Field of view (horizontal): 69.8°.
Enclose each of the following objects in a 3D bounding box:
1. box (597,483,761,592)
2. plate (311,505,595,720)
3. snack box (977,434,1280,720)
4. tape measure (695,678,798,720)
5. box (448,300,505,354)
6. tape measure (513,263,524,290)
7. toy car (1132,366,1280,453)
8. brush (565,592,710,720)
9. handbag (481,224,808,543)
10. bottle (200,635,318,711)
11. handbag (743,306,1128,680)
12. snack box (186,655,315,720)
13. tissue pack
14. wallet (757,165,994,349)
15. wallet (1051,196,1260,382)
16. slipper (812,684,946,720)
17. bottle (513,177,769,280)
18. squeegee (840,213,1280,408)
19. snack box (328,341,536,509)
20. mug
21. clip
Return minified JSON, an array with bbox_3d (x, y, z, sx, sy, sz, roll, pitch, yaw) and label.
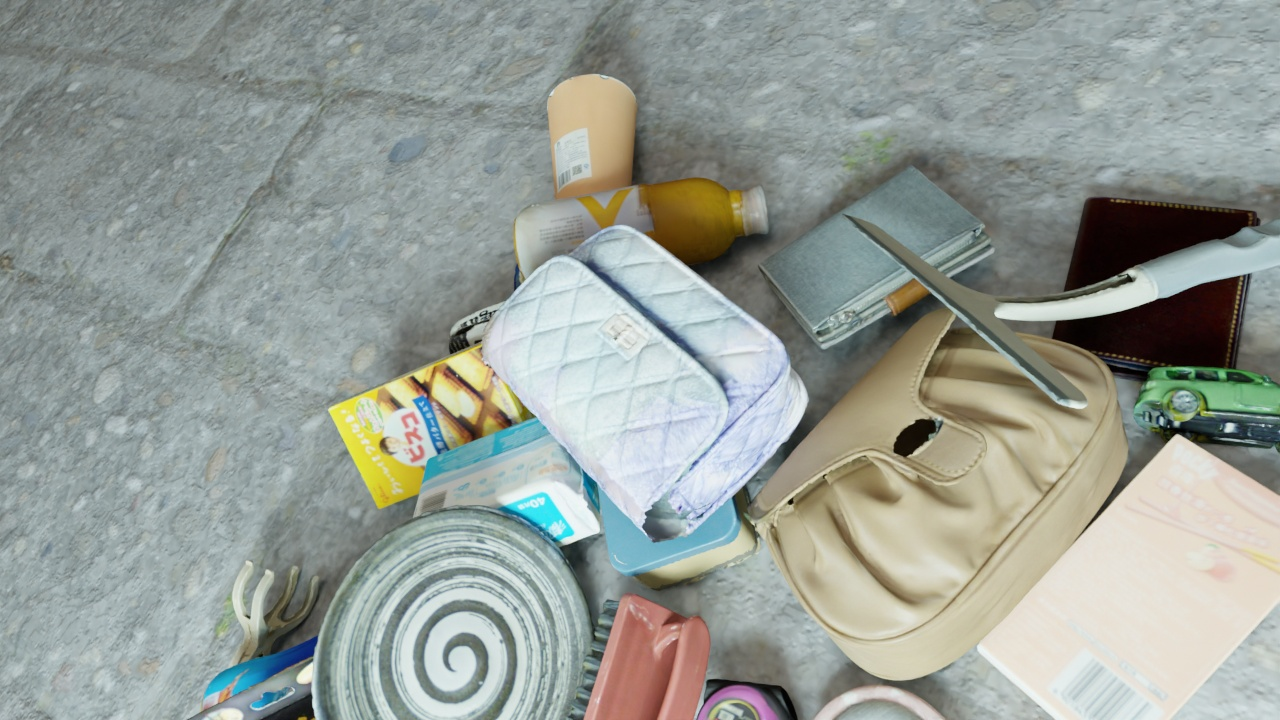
[{"bbox_3d":[0.017,0.065,0.602,0.090,0.060,0.184,-24,51,13],"label":"box"},{"bbox_3d":[-0.105,0.175,0.538,0.024,0.179,0.179,-19,48,52],"label":"plate"},{"bbox_3d":[0.257,0.119,0.464,0.157,0.026,0.084,-44,51,-4],"label":"snack box"},{"bbox_3d":[0.060,0.207,0.505,0.057,0.039,0.057,-5,54,25],"label":"tape measure"},{"bbox_3d":[-0.069,-0.020,0.695,0.165,0.071,0.057,-16,34,21],"label":"box"},{"bbox_3d":[-0.078,-0.063,0.751,0.055,0.025,0.058,-15,59,16],"label":"tape measure"},{"bbox_3d":[0.312,0.026,0.483,0.091,0.043,0.036,9,65,31],"label":"toy car"},{"bbox_3d":[-0.006,0.210,0.516,0.069,0.063,0.145,-7,56,51],"label":"brush"},{"bbox_3d":[-0.003,0.003,0.566,0.134,0.075,0.194,-45,51,-5],"label":"handbag"},{"bbox_3d":[-0.190,0.205,0.617,0.219,0.065,0.065,-25,53,12],"label":"bottle"},{"bbox_3d":[0.157,0.062,0.502,0.204,0.100,0.148,-46,43,-9],"label":"handbag"},{"bbox_3d":[-0.189,0.234,0.560,0.113,0.125,0.053,-28,54,9],"label":"snack box"},{"bbox_3d":[-0.091,0.095,0.625,0.140,0.063,0.089,-22,30,11],"label":"tissue pack"},{"bbox_3d":[0.158,-0.068,0.626,0.130,0.037,0.106,-32,41,4],"label":"wallet"},{"bbox_3d":[0.305,-0.044,0.546,0.096,0.020,0.122,12,66,27],"label":"wallet"},{"bbox_3d":[0.158,0.270,0.404,0.114,0.054,0.274,-33,51,5],"label":"slipper"},{"bbox_3d":[0.001,-0.098,0.694,0.189,0.068,0.068,-9,56,6],"label":"bottle"},{"bbox_3d":[0.273,-0.047,0.510,0.246,0.039,0.246,-11,29,-6],"label":"squeegee"},{"bbox_3d":[-0.152,0.047,0.685,0.141,0.087,0.033,-21,9,16],"label":"snack box"},{"bbox_3d":[-0.040,-0.166,0.766,0.078,0.078,0.122,-13,60,20],"label":"mug"},{"bbox_3d":[-0.287,0.192,0.676,0.035,0.092,0.103,13,57,32],"label":"clip"}]
